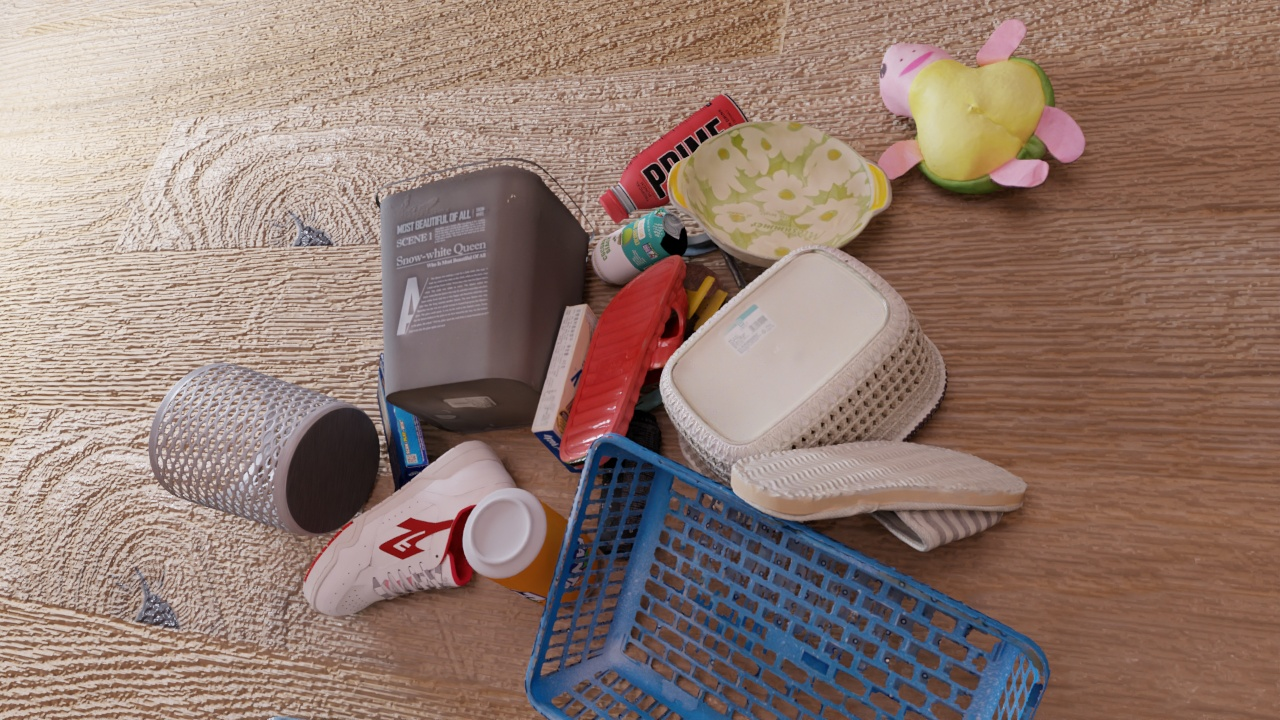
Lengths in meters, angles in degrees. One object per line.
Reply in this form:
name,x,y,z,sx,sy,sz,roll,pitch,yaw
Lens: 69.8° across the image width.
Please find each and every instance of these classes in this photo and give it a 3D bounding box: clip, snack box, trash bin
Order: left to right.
trash bin,-0.394,0.097,0.982,0.183,0.156,0.156,12,69,24
snack box,-0.256,0.071,0.981,0.027,0.082,0.150,-5,55,-26
trash bin,-0.162,-0.054,0.952,0.198,0.197,0.219,-8,68,19
snack box,-0.062,0.027,0.911,0.026,0.082,0.149,-6,53,25
clip,0.056,-0.059,0.923,0.046,0.048,0.054,31,79,5
clip,0.065,-0.140,0.993,0.164,0.031,0.172,-32,55,6

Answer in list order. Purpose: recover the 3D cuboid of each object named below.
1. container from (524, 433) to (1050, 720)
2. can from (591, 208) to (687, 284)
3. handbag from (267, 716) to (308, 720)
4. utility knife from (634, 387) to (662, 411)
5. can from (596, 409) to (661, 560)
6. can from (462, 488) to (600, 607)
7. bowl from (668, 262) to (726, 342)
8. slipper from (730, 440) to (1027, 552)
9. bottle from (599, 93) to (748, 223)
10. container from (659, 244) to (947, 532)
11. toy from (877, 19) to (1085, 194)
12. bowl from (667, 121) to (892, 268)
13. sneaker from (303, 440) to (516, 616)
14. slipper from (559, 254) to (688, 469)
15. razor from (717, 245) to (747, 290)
container,0.095,0.231,0.701,0.362,0.089,0.257,24,106,30
can,-0.002,-0.119,0.975,0.102,0.055,0.054,-21,55,39
handbag,-0.272,0.381,0.805,0.192,0.119,0.121,8,67,19
utility knife,0.004,0.045,0.931,0.147,0.015,0.022,-30,47,2
can,-0.011,0.118,0.873,0.054,0.054,0.137,-4,63,20
can,-0.093,0.172,0.825,0.079,0.142,0.079,-9,61,17
bowl,0.036,-0.050,0.957,0.114,0.026,0.102,-23,59,9
slipper,0.186,0.102,0.708,0.114,0.272,0.054,39,120,55
bottle,0.035,-0.212,0.990,0.176,0.062,0.062,-36,57,2
container,0.137,0.018,0.812,0.251,0.143,0.184,-41,52,-2
toy,0.321,-0.243,0.906,0.190,0.087,0.238,-53,51,13
bowl,0.136,-0.156,0.922,0.219,0.060,0.188,0,56,1
sneaker,-0.219,0.192,0.908,0.236,0.090,0.104,-37,62,-4
slipper,-0.005,0.005,0.881,0.104,0.059,0.248,-17,42,46
razor,0.099,-0.088,0.938,0.042,0.026,0.106,-26,73,10
